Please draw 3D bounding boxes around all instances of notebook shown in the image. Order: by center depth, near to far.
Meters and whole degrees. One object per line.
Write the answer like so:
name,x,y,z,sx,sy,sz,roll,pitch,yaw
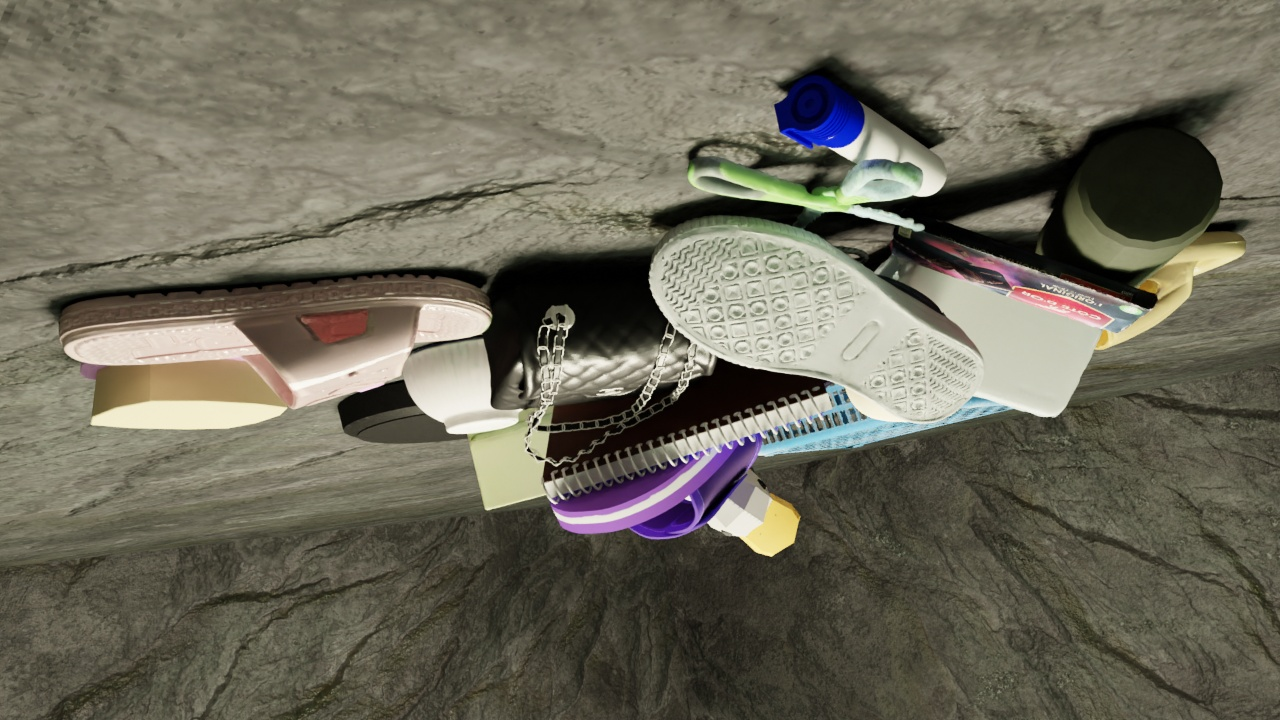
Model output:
notebook,0.029,0.027,0.704,0.209,0.022,0.171,-19,-156,8

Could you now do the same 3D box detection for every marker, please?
marker,0.107,-0.100,0.428,0.027,0.023,0.133,-18,166,35

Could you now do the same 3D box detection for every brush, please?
brush,-0.280,0.021,0.669,0.089,0.043,0.228,-16,167,30

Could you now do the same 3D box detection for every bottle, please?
bottle,0.291,-0.076,0.577,0.071,0.071,0.206,-12,169,12

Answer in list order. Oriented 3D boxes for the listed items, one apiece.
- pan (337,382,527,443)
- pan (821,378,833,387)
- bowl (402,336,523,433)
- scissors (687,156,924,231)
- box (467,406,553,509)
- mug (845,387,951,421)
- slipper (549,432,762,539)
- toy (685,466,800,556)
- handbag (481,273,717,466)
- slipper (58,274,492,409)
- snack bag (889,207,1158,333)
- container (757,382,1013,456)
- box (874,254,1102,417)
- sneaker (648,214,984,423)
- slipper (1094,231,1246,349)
pan,-0.122,0.038,0.908,0.357,0.034,0.225,-11,168,13
pan,0.136,0.022,0.958,0.187,0.055,0.356,-29,-178,4
bowl,-0.134,0.025,0.755,0.118,0.062,0.118,-9,169,-2
scissors,0.101,-0.081,0.469,0.171,0.025,0.160,3,176,-36
box,-0.071,0.075,0.887,0.188,0.091,0.083,-12,-178,-10
mug,0.256,0.008,0.937,0.099,0.096,0.120,-4,-152,-15
slipper,0.048,0.072,0.736,0.107,0.084,0.265,-1,-149,40
toy,0.042,0.105,1.001,0.246,0.141,0.267,36,179,-13
handbag,-0.023,0.002,0.605,0.153,0.114,0.125,-3,167,-14
slipper,-0.208,-0.005,0.548,0.239,0.064,0.094,-4,168,-18
snack bag,0.230,-0.056,0.567,0.155,0.018,0.074,22,177,16
container,0.312,0.047,1.160,0.256,0.089,0.363,0,166,-38
box,0.251,-0.037,0.701,0.215,0.122,0.083,17,-171,-26
sneaker,0.110,-0.036,0.568,0.235,0.087,0.089,23,118,-22
slipper,0.378,-0.046,0.791,0.262,0.079,0.111,-11,172,9
